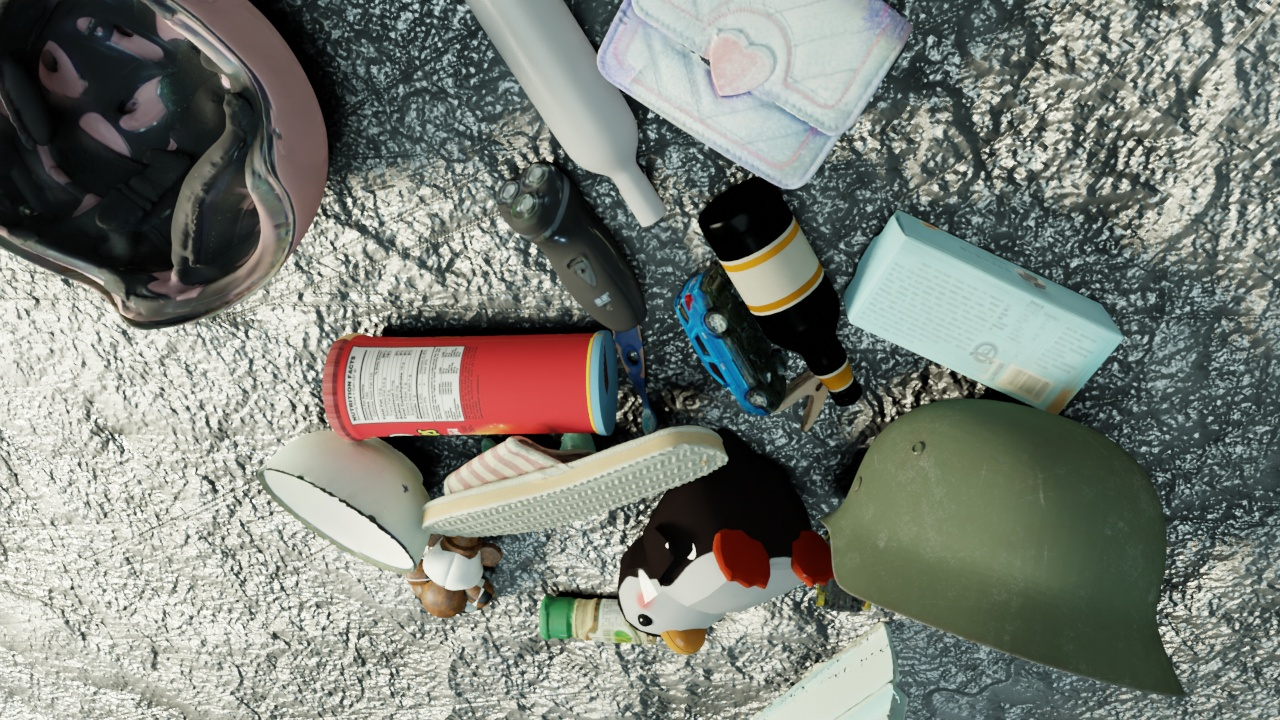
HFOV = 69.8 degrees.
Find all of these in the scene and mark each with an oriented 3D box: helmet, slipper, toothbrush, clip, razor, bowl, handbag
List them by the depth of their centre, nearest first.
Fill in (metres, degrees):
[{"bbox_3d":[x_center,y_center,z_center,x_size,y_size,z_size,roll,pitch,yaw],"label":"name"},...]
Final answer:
[{"bbox_3d":[0.067,-0.196,0.564,0.158,0.069,0.127,32,119,-7],"label":"handbag"},{"bbox_3d":[-0.318,-0.163,0.597,0.255,0.152,0.231,37,123,-12],"label":"helmet"},{"bbox_3d":[0.249,0.107,0.644,0.226,0.268,0.153,18,86,-27],"label":"helmet"},{"bbox_3d":[-0.045,-0.075,0.657,0.053,0.063,0.140,-28,112,25],"label":"razor"},{"bbox_3d":[-0.059,0.087,0.709,0.264,0.052,0.115,-20,154,26],"label":"slipper"},{"bbox_3d":[0.135,0.027,0.716,0.049,0.026,0.061,-17,110,8],"label":"clip"},{"bbox_3d":[-0.004,0.004,0.727,0.021,0.017,0.135,-7,120,11],"label":"toothbrush"},{"bbox_3d":[-0.240,0.111,0.783,0.153,0.072,0.154,21,148,13],"label":"bowl"}]

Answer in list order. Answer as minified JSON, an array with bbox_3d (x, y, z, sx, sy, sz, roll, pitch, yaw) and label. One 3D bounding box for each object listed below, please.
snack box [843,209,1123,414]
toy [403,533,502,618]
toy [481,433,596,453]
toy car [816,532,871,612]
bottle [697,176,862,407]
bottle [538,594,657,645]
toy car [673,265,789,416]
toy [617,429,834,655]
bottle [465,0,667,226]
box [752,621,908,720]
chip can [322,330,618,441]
[{"bbox_3d":[0.237,-0.033,0.643,0.174,0.053,0.075,23,122,-7],"label":"snack box"},{"bbox_3d":[-0.171,0.190,0.847,0.087,0.067,0.113,20,113,-3],"label":"toy"},{"bbox_3d":[-0.080,0.091,0.786,0.105,0.033,0.085,-20,105,21],"label":"toy"},{"bbox_3d":[0.180,0.182,0.797,0.049,0.030,0.107,5,128,8],"label":"toy car"},{"bbox_3d":[0.110,-0.040,0.655,0.059,0.059,0.181,-25,114,22],"label":"bottle"},{"bbox_3d":[-0.039,0.246,0.868,0.111,0.043,0.043,2,121,8],"label":"bottle"},{"bbox_3d":[0.069,-0.013,0.685,0.044,0.056,0.120,-20,113,36],"label":"toy car"},{"bbox_3d":[0.047,0.161,0.769,0.159,0.140,0.185,8,140,-34],"label":"toy"},{"bbox_3d":[-0.042,-0.173,0.603,0.053,0.052,0.195,-25,114,22],"label":"bottle"},{"bbox_3d":[0.164,0.338,0.833,0.044,0.135,0.198,37,120,-7],"label":"box"},{"bbox_3d":[-0.130,0.019,0.717,0.213,0.086,0.087,-1,121,9],"label":"chip can"}]
